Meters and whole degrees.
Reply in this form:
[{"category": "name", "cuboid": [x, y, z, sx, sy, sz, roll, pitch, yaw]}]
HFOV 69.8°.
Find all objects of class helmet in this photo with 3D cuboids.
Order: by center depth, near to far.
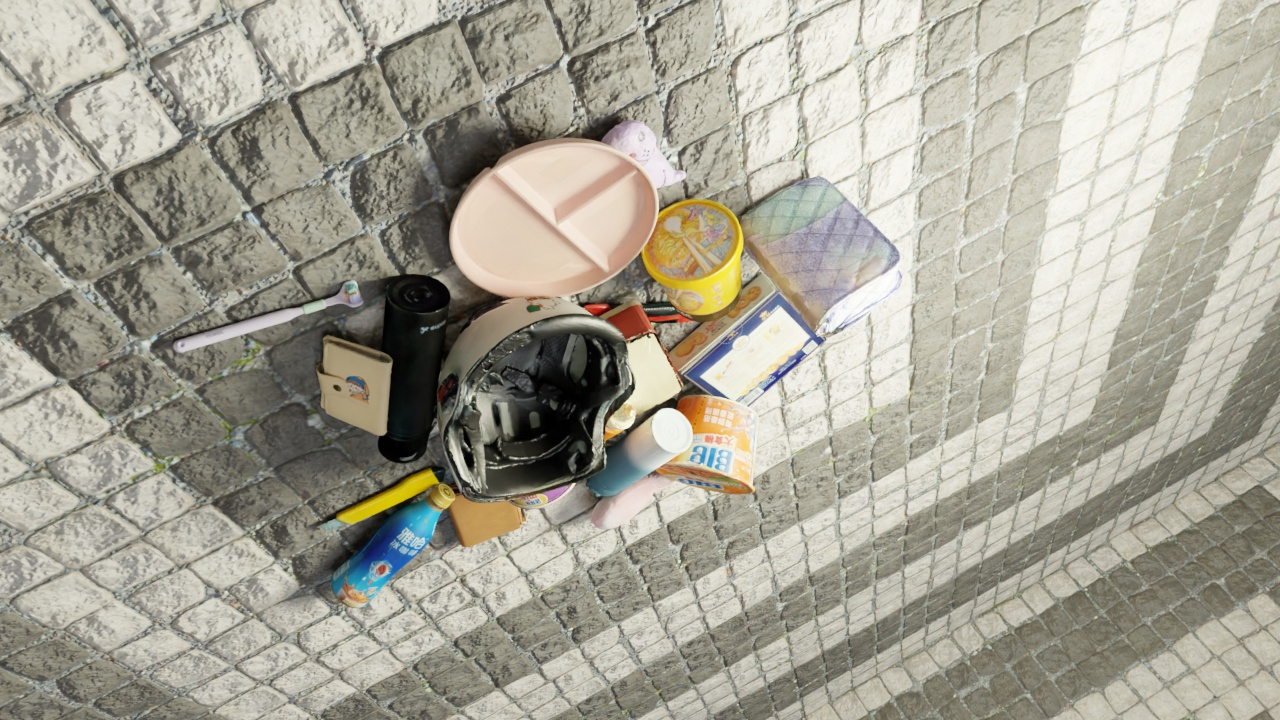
[{"category": "helmet", "cuboid": [-0.138, 0.028, 1.070, 0.229, 0.157, 0.275, -10, 129, -29]}]

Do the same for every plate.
[{"category": "plate", "cuboid": [-0.093, -0.150, 0.990, 0.229, 0.028, 0.230, -14, 146, -10]}]

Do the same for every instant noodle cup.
[{"category": "instant noodle cup", "cuboid": [0.070, -0.114, 1.104, 0.118, 0.118, 0.114, -31, 149, -2]}, {"category": "instant noodle cup", "cuboid": [-0.148, 0.126, 1.219, 0.111, 0.111, 0.099, -27, 134, -7]}, {"category": "instant noodle cup", "cuboid": [0.103, 0.121, 1.335, 0.151, 0.152, 0.111, 36, 62, -50]}]

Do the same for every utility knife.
[{"category": "utility knife", "cuboid": [-0.341, 0.183, 1.216, 0.180, 0.015, 0.033, -25, 136, -8]}]

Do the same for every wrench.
[{"category": "wrench", "cuboid": [-0.029, -0.064, 1.164, 0.272, 0.016, 0.056, 1, 135, -35]}]

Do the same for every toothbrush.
[{"category": "toothbrush", "cuboid": [-0.383, -0.042, 0.945, 0.189, 0.029, 0.021, -19, 177, -14]}]

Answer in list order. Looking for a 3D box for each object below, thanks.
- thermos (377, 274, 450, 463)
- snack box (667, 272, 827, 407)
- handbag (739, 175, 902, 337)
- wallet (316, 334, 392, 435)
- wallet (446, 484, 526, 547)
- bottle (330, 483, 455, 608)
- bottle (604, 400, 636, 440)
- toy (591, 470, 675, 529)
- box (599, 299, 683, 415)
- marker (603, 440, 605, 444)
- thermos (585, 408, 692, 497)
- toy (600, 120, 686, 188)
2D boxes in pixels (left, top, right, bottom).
[{"category": "thermos", "cuboid": [-0.259, 0.011, 1.059, 0.089, 0.068, 0.243, -40, 157, -44]}, {"category": "snack box", "cuboid": [0.156, -0.018, 1.314, 0.178, 0.045, 0.182, -41, 141, 11]}, {"category": "handbag", "cuboid": [0.219, -0.128, 1.120, 0.134, 0.193, 0.075, -30, 144, -3]}, {"category": "wallet", "cuboid": [-0.321, 0.028, 1.025, 0.087, 0.024, 0.115, 21, 132, 4]}, {"category": "wallet", "cuboid": [-0.220, 0.211, 1.316, 0.107, 0.031, 0.132, -19, 140, -12]}, {"category": "bottle", "cuboid": [-0.334, 0.249, 1.253, 0.219, 0.065, 0.065, -44, 140, 14]}, {"category": "bottle", "cuboid": [-0.051, 0.077, 1.207, 0.066, 0.066, 0.150, -2, 170, -32]}, {"category": "toy", "cuboid": [-0.007, 0.209, 1.425, 0.159, 0.054, 0.121, -31, 171, -8]}, {"category": "box", "cuboid": [-0.007, 0.007, 1.190, 0.091, 0.075, 0.168, -28, 147, 1]}, {"category": "marker", "cuboid": [-0.088, 0.156, 1.359, 0.018, 0.015, 0.124, 15, 124, -39]}, {"category": "thermos", "cuboid": [-0.009, 0.135, 1.295, 0.070, 0.070, 0.221, -3, 158, -32]}, {"category": "toy", "cuboid": [-0.007, -0.216, 0.998, 0.084, 0.039, 0.108, -28, 144, 9]}]
